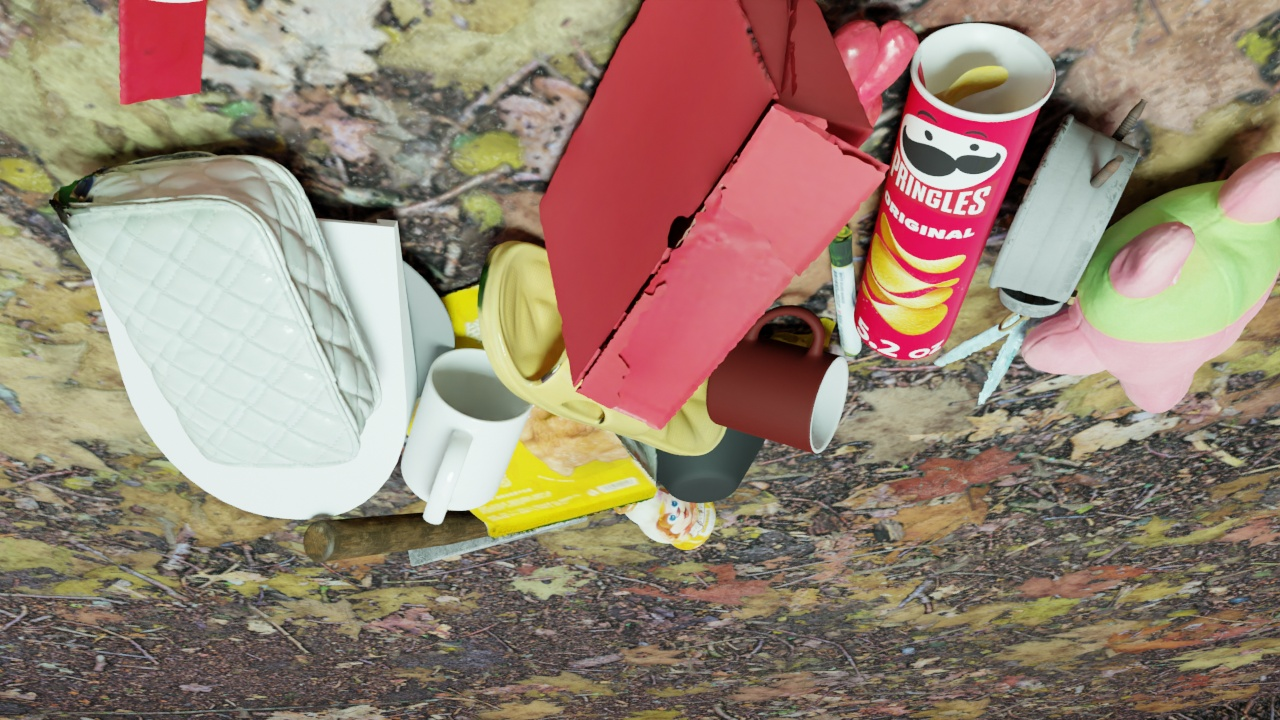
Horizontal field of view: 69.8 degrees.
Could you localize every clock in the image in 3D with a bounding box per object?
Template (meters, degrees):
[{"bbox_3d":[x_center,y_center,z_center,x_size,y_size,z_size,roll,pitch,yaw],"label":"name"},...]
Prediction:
[{"bbox_3d":[0.238,-0.074,0.533,0.056,0.103,0.148,25,136,20],"label":"clock"}]

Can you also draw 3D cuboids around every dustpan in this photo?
[{"bbox_3d":[-0.256,0.001,0.646,0.191,0.053,0.258,5,126,-3],"label":"dustpan"}]

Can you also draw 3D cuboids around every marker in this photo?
[{"bbox_3d":[0.147,-0.046,0.658,0.017,0.017,0.146,-10,147,10],"label":"marker"}]

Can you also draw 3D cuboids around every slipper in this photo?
[{"bbox_3d":[-0.004,0.004,0.640,0.079,0.099,0.263,1,161,40],"label":"slipper"}]

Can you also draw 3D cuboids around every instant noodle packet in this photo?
[{"bbox_3d":[-0.102,0.031,0.716,0.163,0.084,0.222,-16,130,20],"label":"instant noodle packet"}]

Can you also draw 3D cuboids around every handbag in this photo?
[{"bbox_3d":[-0.242,-0.026,0.550,0.139,0.072,0.195,-1,127,12],"label":"handbag"}]

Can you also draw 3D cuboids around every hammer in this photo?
[{"bbox_3d":[-0.212,0.160,0.830,0.218,0.037,0.300,-19,167,23],"label":"hammer"}]

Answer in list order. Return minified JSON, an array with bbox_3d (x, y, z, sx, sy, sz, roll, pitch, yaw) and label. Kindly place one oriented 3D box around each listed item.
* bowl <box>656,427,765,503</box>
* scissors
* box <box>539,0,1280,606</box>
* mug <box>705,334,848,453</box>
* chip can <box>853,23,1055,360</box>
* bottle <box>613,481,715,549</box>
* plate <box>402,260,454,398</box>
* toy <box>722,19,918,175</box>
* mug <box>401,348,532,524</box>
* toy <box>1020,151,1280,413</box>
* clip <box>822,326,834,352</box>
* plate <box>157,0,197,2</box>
[{"bbox_3d":[0.055,0.096,0.836,0.124,0.052,0.124,-2,147,-1],"label":"bowl"},{"bbox_3d":[0.273,-0.045,0.628,0.170,0.013,0.176,-22,133,-10],"label":"scissors"},{"bbox_3d":[0.117,-0.029,0.469,0.374,0.147,0.214,31,138,-5],"label":"box"},{"bbox_3d":[0.102,0.008,0.672,0.083,0.073,0.106,15,119,28],"label":"mug"},{"bbox_3d":[0.177,-0.086,0.549,0.069,0.069,0.221,-4,147,1],"label":"chip can"},{"bbox_3d":[0.022,0.146,0.901,0.108,0.063,0.063,25,138,-37],"label":"bottle"},{"bbox_3d":[-0.217,-0.029,0.638,0.178,0.012,0.179,3,136,3],"label":"plate"},{"bbox_3d":[0.091,-0.128,0.483,0.091,0.045,0.135,-28,169,-30],"label":"toy"},{"bbox_3d":[-0.125,0.060,0.635,0.074,0.110,0.091,20,126,-8],"label":"mug"},{"bbox_3d":[0.348,-0.036,0.606,0.192,0.096,0.237,-29,143,3],"label":"toy"},{"bbox_3d":[0.126,-0.008,0.707,0.046,0.048,0.054,-23,152,-15],"label":"clip"},{"bbox_3d":[-0.182,-0.214,0.306,0.174,0.036,0.174,14,135,14],"label":"plate"}]
